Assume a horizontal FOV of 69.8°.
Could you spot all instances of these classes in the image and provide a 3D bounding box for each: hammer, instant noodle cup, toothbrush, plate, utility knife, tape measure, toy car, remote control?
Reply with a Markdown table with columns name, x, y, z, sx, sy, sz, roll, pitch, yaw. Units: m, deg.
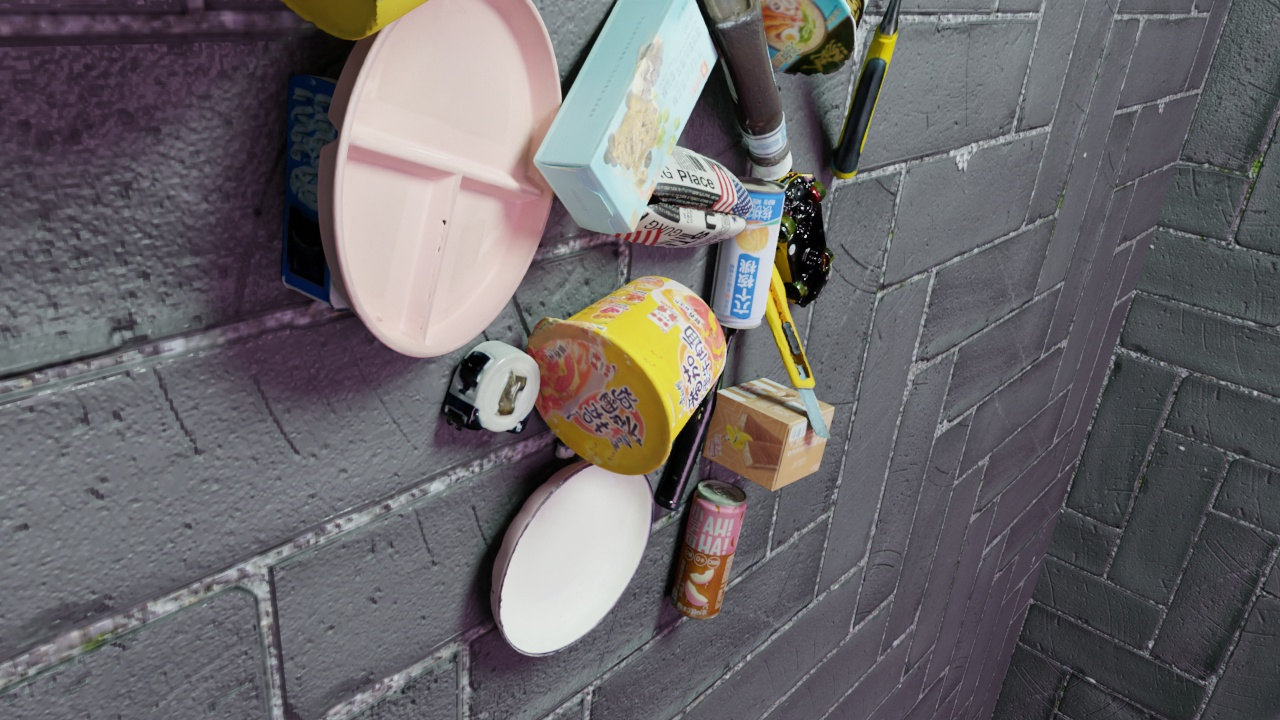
| name | x | y | z | sx | sy | sz | roll | pitch | yaw |
| --- | --- | --- | --- | --- | --- | --- | --- | --- | --- |
| hammer | 0.214 | -0.279 | 0.821 | 0.324 | 0.032 | 0.125 | 92 | 18 | -60 |
| instant noodle cup | 0.147 | -0.317 | 0.755 | 0.120 | 0.111 | 0.111 | -61 | 145 | -20 |
| toothbrush | 0.062 | 0.049 | 0.924 | 0.027 | 0.026 | 0.213 | -59 | 169 | -85 |
| plate | -0.064 | 0.168 | 0.818 | 0.191 | 0.039 | 0.193 | -29 | 131 | -40 |
| utility knife | 0.151 | -0.016 | 0.917 | 0.033 | 0.015 | 0.209 | -25 | 97 | -33 |
| plate | -0.113 | -0.115 | 0.551 | 0.228 | 0.028 | 0.230 | -52 | 152 | -44 |
| tape measure | -0.107 | 0.020 | 0.680 | 0.065 | 0.033 | 0.066 | 7 | 105 | -55 |
| instant noodle cup | -0.004 | 0.004 | 0.726 | 0.109 | 0.138 | 0.138 | -43 | 140 | -40 |
| toothbrush | -0.012 | 0.065 | 0.845 | 0.180 | 0.016 | 0.018 | -11 | 125 | -48 |
| toy car | 0.159 | -0.120 | 0.932 | 0.071 | 0.041 | 0.156 | -48 | 140 | -23 |
| remote control | -0.176 | -0.093 | 0.511 | 0.024 | 0.049 | 0.125 | -14 | 121 | -51 |

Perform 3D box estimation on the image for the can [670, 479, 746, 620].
| name | x | y | z | sx | sy | sz | roll | pitch | yaw |
| --- | --- | --- | --- | --- | --- | --- | --- | --- | --- |
| can | 0.074 | 0.207 | 1.002 | 0.057 | 0.058 | 0.147 | -11 | 118 | -49 |

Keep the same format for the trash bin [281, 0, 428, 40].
| name | x | y | z | sx | sy | sz | roll | pitch | yaw |
| --- | --- | --- | --- | --- | --- | --- | --- | --- | --- |
| trash bin | -0.079 | -0.287 | 0.387 | 0.254 | 0.230 | 0.230 | -45 | 140 | -17 |

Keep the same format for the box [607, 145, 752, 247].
| name | x | y | z | sx | sy | sz | roll | pitch | yaw |
| --- | --- | --- | --- | --- | --- | --- | --- | --- | --- |
| box | 0.031 | -0.140 | 0.752 | 0.162 | 0.076 | 0.088 | 1 | 85 | -49 |

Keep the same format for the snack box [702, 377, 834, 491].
| name | x | y | z | sx | sy | sz | roll | pitch | yaw |
| --- | --- | --- | --- | --- | --- | --- | --- | --- | --- |
| snack box | 0.135 | 0.076 | 0.971 | 0.092 | 0.094 | 0.077 | -13 | 120 | -49 |

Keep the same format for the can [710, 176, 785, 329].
| name | x | y | z | sx | sy | sz | roll | pitch | yaw |
| --- | --- | --- | --- | --- | --- | --- | --- | --- | --- |
| can | 0.098 | -0.100 | 0.856 | 0.053 | 0.053 | 0.135 | -20 | 125 | -45 |

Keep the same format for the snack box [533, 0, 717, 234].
| name | x | y | z | sx | sy | sz | roll | pitch | yaw |
| --- | --- | --- | --- | --- | --- | --- | --- | --- | --- |
| snack box | -0.006 | -0.181 | 0.649 | 0.174 | 0.052 | 0.074 | -66 | 147 | -19 |

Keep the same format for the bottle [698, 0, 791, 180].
| name | x | y | z | sx | sy | sz | roll | pitch | yaw |
| --- | --- | --- | --- | --- | --- | --- | --- | --- | --- |
| bottle | 0.093 | -0.225 | 0.760 | 0.044 | 0.079 | 0.195 | -17 | 146 | 9 |
